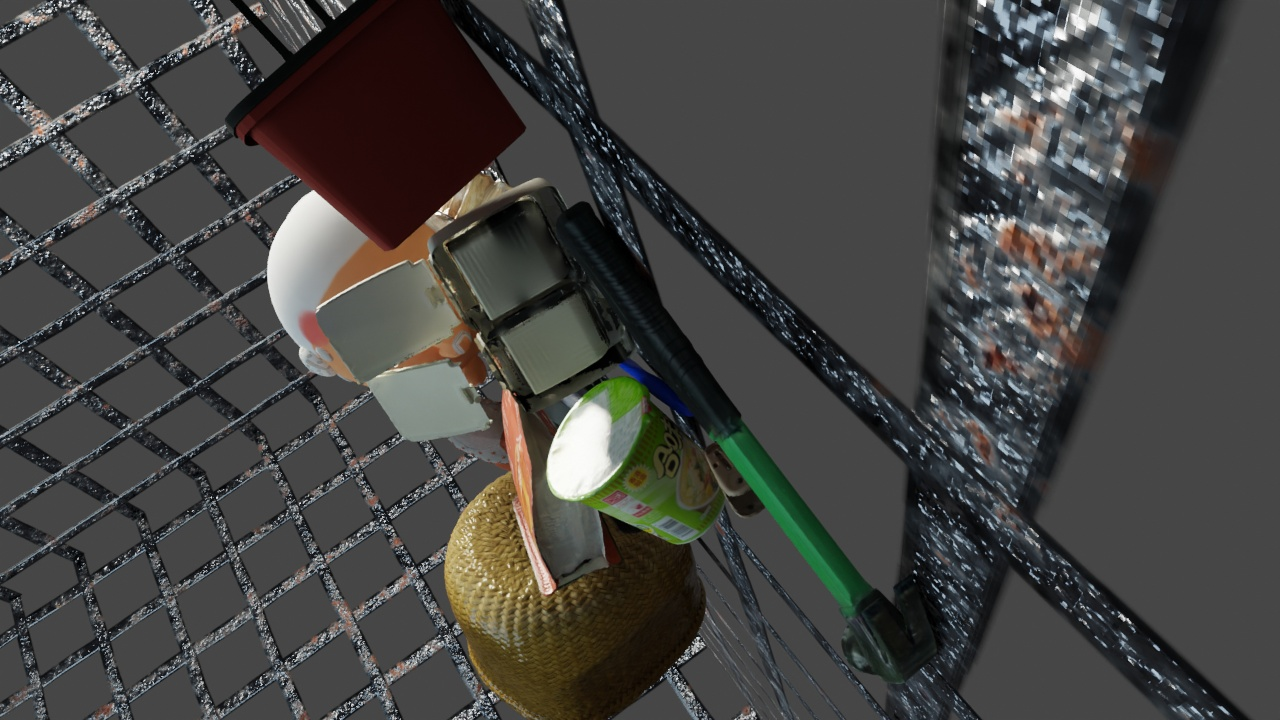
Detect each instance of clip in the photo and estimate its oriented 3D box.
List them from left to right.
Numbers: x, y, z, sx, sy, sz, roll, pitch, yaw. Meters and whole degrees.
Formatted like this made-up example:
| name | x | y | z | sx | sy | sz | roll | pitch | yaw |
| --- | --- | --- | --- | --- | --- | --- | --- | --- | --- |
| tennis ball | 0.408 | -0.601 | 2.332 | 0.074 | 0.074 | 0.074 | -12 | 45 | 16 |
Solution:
| name | x | y | z | sx | sy | sz | roll | pitch | yaw |
| --- | --- | --- | --- | --- | --- | --- | --- | --- | --- |
| clip | 0.065 | 0.082 | 0.618 | 0.041 | 0.024 | 0.060 | 63 | 176 | -29 |

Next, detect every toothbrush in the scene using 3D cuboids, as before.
| name | x | y | z | sx | sy | sz | roll | pitch | yaw |
| --- | --- | --- | --- | --- | --- | --- | --- | --- | --- |
| toothbrush | -0.004 | 0.004 | 0.706 | 0.182 | 0.016 | 0.018 | 36 | 123 | 57 |

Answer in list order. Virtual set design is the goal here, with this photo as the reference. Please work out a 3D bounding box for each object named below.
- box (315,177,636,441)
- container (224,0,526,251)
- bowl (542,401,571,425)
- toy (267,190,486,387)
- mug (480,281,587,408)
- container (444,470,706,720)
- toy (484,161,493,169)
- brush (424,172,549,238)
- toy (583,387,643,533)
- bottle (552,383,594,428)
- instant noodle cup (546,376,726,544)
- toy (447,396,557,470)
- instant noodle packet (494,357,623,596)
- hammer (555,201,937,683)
| name | x | y | z | sx | sy | sz | roll | pitch | yaw |
| --- | --- | --- | --- | --- | --- | --- | --- | --- | --- |
| box | -0.110 | -0.025 | 0.625 | 0.143 | 0.183 | 0.050 | 65 | 174 | -29 |
| container | -0.181 | -0.178 | 0.546 | 0.201 | 0.148 | 0.127 | 48 | 174 | -19 |
| bowl | -0.058 | 0.059 | 1.016 | 0.106 | 0.039 | 0.106 | 26 | -178 | -1 |
| toy | -0.292 | -0.084 | 1.084 | 0.281 | 0.265 | 0.263 | 42 | 166 | 12 |
| mug | -0.069 | -0.016 | 0.730 | 0.104 | 0.083 | 0.124 | 25 | 136 | 68 |
| container | -0.089 | 0.260 | 1.129 | 0.307 | 0.306 | 0.197 | 44 | 154 | 50 |
| toy | -0.150 | -0.186 | 0.700 | 0.122 | 0.038 | 0.079 | 47 | 161 | 26 |
| brush | -0.135 | -0.117 | 0.746 | 0.083 | 0.056 | 0.271 | 32 | 180 | -20 |
| toy | -0.015 | 0.095 | 0.884 | 0.152 | 0.078 | 0.179 | 58 | 174 | 37 |
| bottle | -0.079 | 0.064 | 1.144 | 0.061 | 0.061 | 0.131 | 52 | 171 | 1 |
| instant noodle cup | 0.003 | 0.080 | 0.667 | 0.108 | 0.099 | 0.099 | 38 | -179 | -33 |
| toy | -0.155 | 0.077 | 1.059 | 0.164 | 0.092 | 0.172 | 21 | 169 | 14 |
| instant noodle packet | -0.102 | 0.079 | 0.846 | 0.164 | 0.084 | 0.221 | -123 | 14 | -58 |
| hammer | 0.051 | 0.040 | 0.515 | 0.318 | 0.032 | 0.130 | 53 | 171 | 12 |
